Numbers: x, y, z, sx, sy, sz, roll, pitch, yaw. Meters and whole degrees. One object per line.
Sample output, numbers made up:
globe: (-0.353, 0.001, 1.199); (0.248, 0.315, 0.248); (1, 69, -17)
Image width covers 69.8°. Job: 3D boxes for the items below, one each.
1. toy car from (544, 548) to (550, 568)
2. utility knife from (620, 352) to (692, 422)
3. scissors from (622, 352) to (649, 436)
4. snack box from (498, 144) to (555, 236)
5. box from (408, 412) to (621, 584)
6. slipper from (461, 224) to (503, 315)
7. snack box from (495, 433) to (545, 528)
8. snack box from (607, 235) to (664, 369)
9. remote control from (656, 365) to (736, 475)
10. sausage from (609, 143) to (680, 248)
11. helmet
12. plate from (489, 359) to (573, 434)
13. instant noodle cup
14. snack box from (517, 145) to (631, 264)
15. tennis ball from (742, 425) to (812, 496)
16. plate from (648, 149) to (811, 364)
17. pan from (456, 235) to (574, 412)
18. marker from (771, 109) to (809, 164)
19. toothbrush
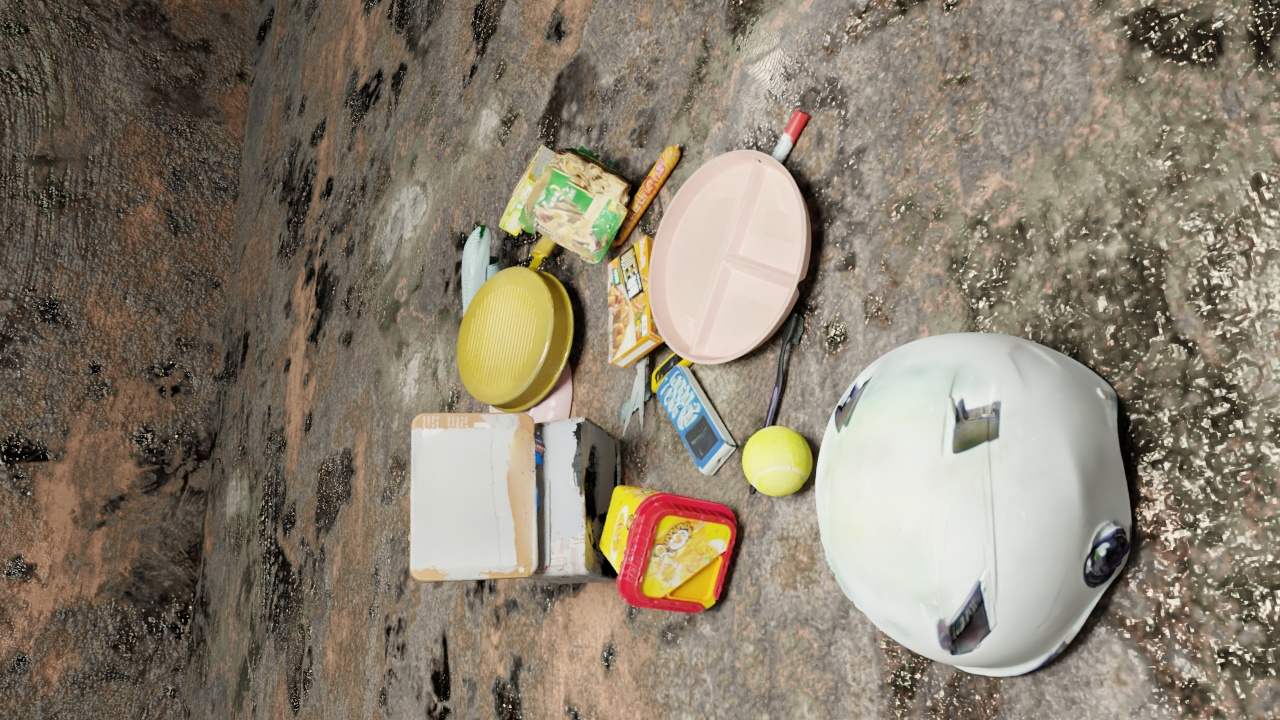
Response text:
toy car: (-0.097, 0.239, 1.144); (0.107, 0.031, 0.049); (-20, 63, 51)
utility knife: (0.038, 0.008, 1.047); (0.224, 0.015, 0.033); (-44, 45, 37)
scissors: (0.004, -0.002, 1.075); (0.164, 0.014, 0.164); (-55, 34, 17)
snack box: (-0.160, -0.246, 1.321); (0.087, 0.033, 0.140); (-52, 19, 29)
box: (-0.120, 0.153, 1.006); (0.136, 0.269, 0.179); (-21, 65, 45)
slipper: (-0.225, -0.077, 1.364); (0.104, 0.074, 0.245); (-142, 52, -72)
snack box: (-0.152, 0.172, 1.199); (0.085, 0.026, 0.157); (21, 102, 40)
snack box: (-0.006, -0.070, 1.095); (0.075, 0.026, 0.153); (-35, 43, 38)
remote control: (0.060, 0.062, 0.995); (0.049, 0.024, 0.125); (-54, 46, 29)
sausage: (0.004, -0.204, 1.148); (0.165, 0.021, 0.021); (-54, 42, 28)
helmet: (0.219, 0.099, 0.674); (0.229, 0.145, 0.258); (10, 88, 54)
plate: (-0.163, 0.058, 1.276); (0.193, 0.039, 0.192); (-20, 64, 49)
instant noodle cup: (0.020, 0.185, 0.948); (0.124, 0.116, 0.116); (22, 97, 64)
snack box: (-0.076, -0.208, 1.177); (0.118, 0.118, 0.105); (-59, 9, 22)
tennis ball: (0.128, 0.094, 0.861); (0.066, 0.065, 0.065); (-20, 64, 49)
plate: (0.092, -0.108, 0.973); (0.230, 0.028, 0.229); (-14, 72, 48)
pan: (-0.147, -0.104, 1.258); (0.198, 0.078, 0.357); (4, 80, 41)
marker: (0.136, -0.198, 0.978); (0.145, 0.017, 0.017); (-62, 39, 20)
toothbrush: (0.135, 0.044, 0.916); (0.014, 0.016, 0.189); (24, 102, 65)
